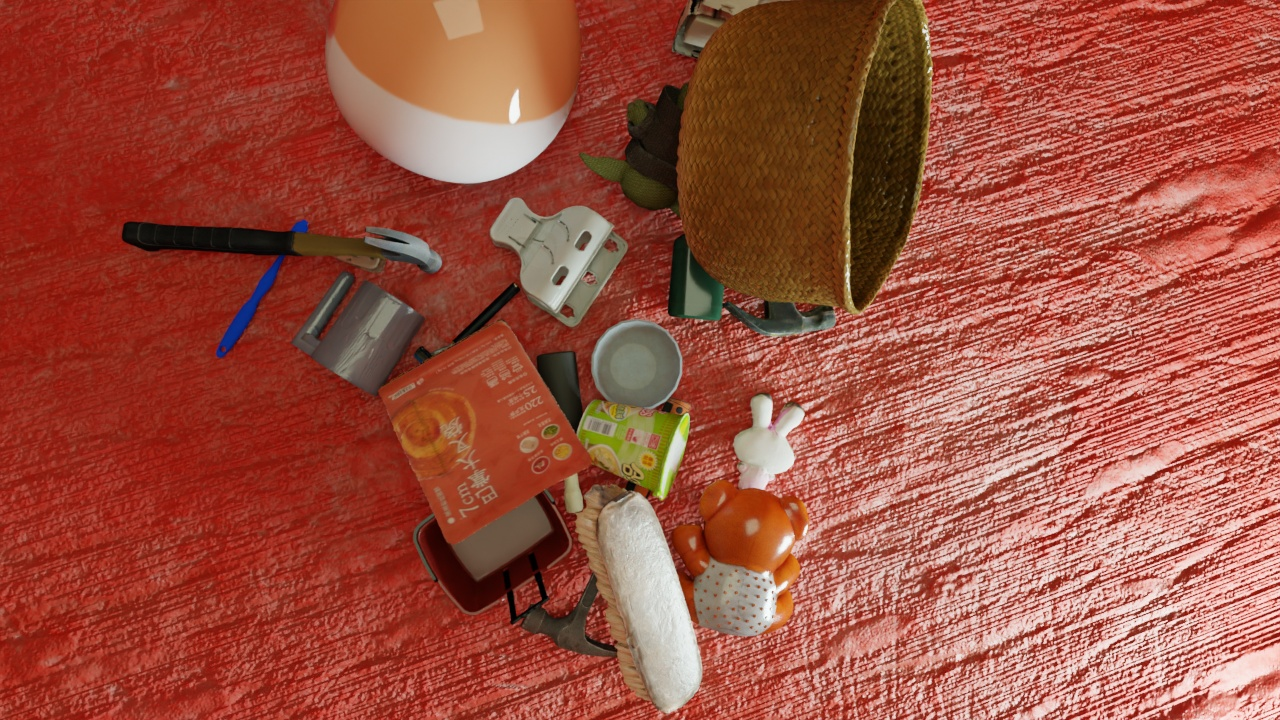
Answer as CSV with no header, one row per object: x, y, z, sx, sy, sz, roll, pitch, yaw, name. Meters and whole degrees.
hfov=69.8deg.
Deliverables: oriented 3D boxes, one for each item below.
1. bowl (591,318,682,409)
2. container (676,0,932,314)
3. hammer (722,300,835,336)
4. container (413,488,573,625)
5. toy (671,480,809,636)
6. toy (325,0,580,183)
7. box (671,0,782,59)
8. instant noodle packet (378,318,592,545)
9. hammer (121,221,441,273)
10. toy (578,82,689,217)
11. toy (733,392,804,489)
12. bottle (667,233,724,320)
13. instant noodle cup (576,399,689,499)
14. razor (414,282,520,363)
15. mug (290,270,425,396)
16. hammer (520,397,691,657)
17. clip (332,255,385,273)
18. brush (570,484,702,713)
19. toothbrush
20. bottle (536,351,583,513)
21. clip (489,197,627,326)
-0.006,0.006,1.074,0.106,0.039,0.106,0,87,-7,bowl
0.167,-0.216,0.941,0.197,0.306,0.307,11,85,25,container
0.146,-0.187,1.109,0.130,0.032,0.318,-8,88,-7,hammer
-0.151,0.191,0.965,0.148,0.201,0.127,-33,92,-8,container
0.115,0.226,1.059,0.164,0.093,0.172,13,98,-4,toy
-0.190,-0.331,0.946,0.266,0.282,0.262,27,48,-1,toy
0.125,-0.392,1.041,0.143,0.184,0.050,13,78,-11,box
-0.162,0.076,0.961,0.164,0.221,0.084,-30,133,-9,instant noodle packet
-0.392,-0.127,0.986,0.333,0.118,0.025,4,83,6,hammer
0.036,-0.242,1.051,0.179,0.078,0.153,23,124,-25,toy
0.148,0.100,1.091,0.079,0.038,0.122,23,84,-18,toy
0.068,-0.114,1.071,0.061,0.061,0.131,5,94,-5,bottle
-0.010,0.090,1.019,0.108,0.099,0.099,17,85,14,instant noodle cup
-0.195,-0.039,1.064,0.144,0.022,0.043,-41,53,-11,razor
-0.317,-0.034,1.024,0.124,0.084,0.104,29,82,22,mug
-0.008,0.193,1.068,0.138,0.035,0.314,26,84,-5,hammer
-0.321,-0.117,1.041,0.060,0.041,0.024,12,84,-12,clip
0.001,0.261,1.003,0.083,0.057,0.271,-27,110,-30,brush
-0.428,-0.081,1.040,0.016,0.018,0.182,32,86,-5,toothbrush
-0.087,0.083,1.057,0.045,0.045,0.184,-7,88,-8,bottle
-0.101,-0.128,1.052,0.152,0.096,0.126,36,81,-14,clip
